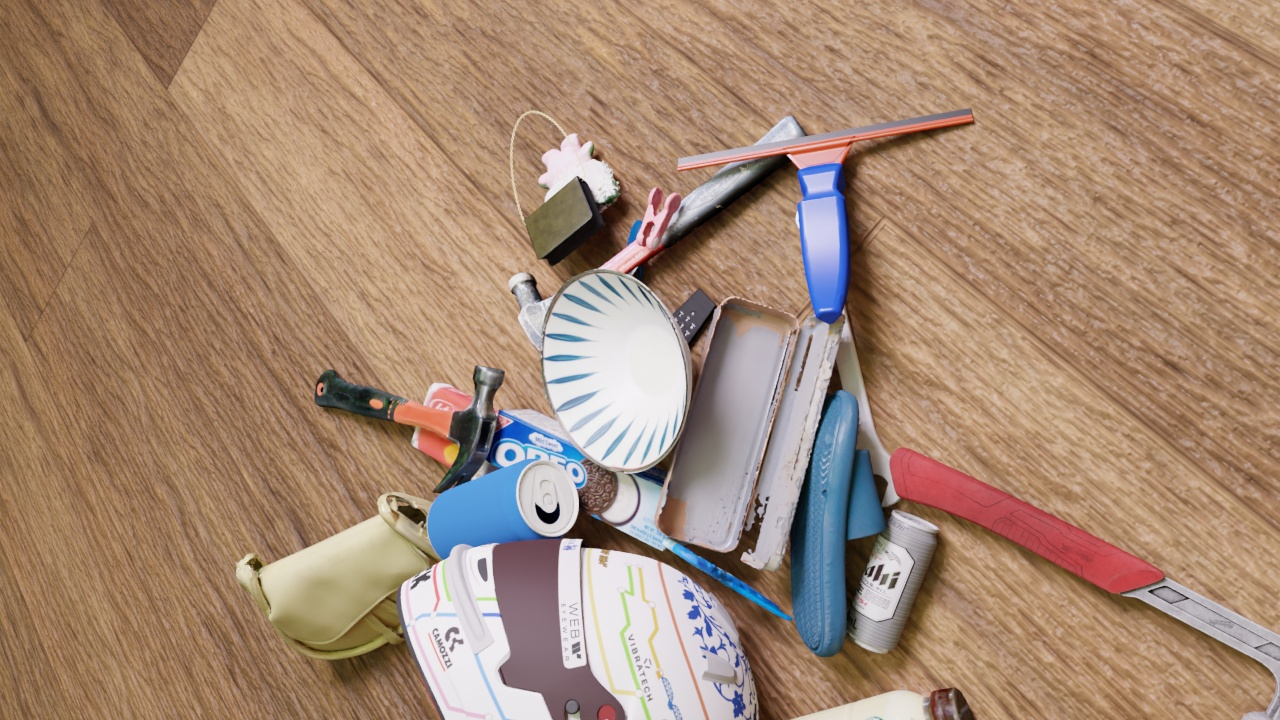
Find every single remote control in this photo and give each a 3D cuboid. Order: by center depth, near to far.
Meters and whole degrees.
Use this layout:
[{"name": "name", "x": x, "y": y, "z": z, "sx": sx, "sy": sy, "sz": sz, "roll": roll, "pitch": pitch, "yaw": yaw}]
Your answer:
[{"name": "remote control", "x": 0.025, "y": -0.014, "z": 0.874, "sx": 0.125, "sy": 0.010, "sz": 0.039, "roll": -50, "pitch": 63, "yaw": 17}]

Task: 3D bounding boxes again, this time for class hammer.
[{"name": "hammer", "x": 0.326, "y": 0.141, "z": 0.660, "sx": 0.316, "sy": 0.036, "sz": 0.126, "roll": 28, "pitch": 96, "yaw": 29}, {"name": "hammer", "x": 0.022, "y": -0.108, "z": 0.862, "sx": 0.327, "sy": 0.036, "sz": 0.140, "roll": -36, "pitch": 67, "yaw": 18}, {"name": "hammer", "x": -0.268, "y": 0.053, "z": 0.997, "sx": 0.334, "sy": 0.033, "sz": 0.133, "roll": 10, "pitch": 89, "yaw": 44}]

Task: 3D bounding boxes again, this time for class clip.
[{"name": "clip", "x": 0.019, "y": -0.127, "z": 0.836, "sx": 0.037, "sy": 0.022, "sz": 0.058, "roll": 26, "pitch": 97, "yaw": 27}]

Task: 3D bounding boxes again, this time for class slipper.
[{"name": "slipper", "x": 0.157, "y": 0.130, "z": 0.741, "sx": 0.059, "sy": 0.104, "sz": 0.213, "roll": 4, "pitch": 92, "yaw": -10}]

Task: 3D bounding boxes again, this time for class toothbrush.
[{"name": "toothbrush", "x": -0.006, "y": -0.074, "z": 0.897, "sx": 0.021, "sy": 0.016, "sz": 0.132, "roll": 0, "pitch": 85, "yaw": 26}]

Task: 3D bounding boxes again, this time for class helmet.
[{"name": "helmet", "x": -0.029, "y": 0.269, "z": 0.743, "sx": 0.236, "sy": 0.231, "sz": 0.314, "roll": -25, "pitch": 85, "yaw": -1}]

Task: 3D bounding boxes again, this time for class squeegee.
[{"name": "squeegee", "x": 0.151, "y": -0.109, "z": 0.753, "sx": 0.250, "sy": 0.055, "sz": 0.184, "roll": -6, "pitch": 56, "yaw": 17}]

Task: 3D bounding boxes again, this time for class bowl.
[{"name": "bowl", "x": -0.005, "y": 0.005, "z": 0.804, "sx": 0.177, "sy": 0.070, "sz": 0.177, "roll": 13, "pitch": 109, "yaw": 42}]

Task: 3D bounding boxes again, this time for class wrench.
[{"name": "wrench", "x": 0.175, "y": -0.010, "z": 0.785, "sx": 0.047, "sy": 0.009, "sz": 0.273, "roll": -18, "pitch": 75, "yaw": 28}]

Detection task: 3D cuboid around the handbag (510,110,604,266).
[{"name": "handbag", "x": -0.093, "y": -0.182, "z": 0.916, "sx": 0.084, "sy": 0.027, "sz": 0.178, "roll": -36, "pitch": 58, "yaw": 22}]

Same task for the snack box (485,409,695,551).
[{"name": "snack box", "x": -0.046, "y": 0.109, "z": 0.877, "sx": 0.226, "sy": 0.059, "sz": 0.059, "roll": 22, "pitch": 100, "yaw": 31}]

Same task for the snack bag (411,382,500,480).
[{"name": "snack bag", "x": -0.187, "y": 0.079, "z": 0.977, "sx": 0.116, "sy": 0.036, "sz": 0.077, "roll": 24, "pitch": 97, "yaw": 31}]

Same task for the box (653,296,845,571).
[{"name": "box", "x": 0.087, "y": 0.054, "z": 0.760, "sx": 0.105, "sy": 0.096, "sz": 0.216, "roll": 16, "pitch": 82, "yaw": 3}]

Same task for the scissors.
[{"name": "scissors", "x": 0.069, "y": 0.184, "z": 0.775, "sx": 0.019, "sy": 0.132, "sz": 0.105, "roll": -57, "pitch": 22, "yaw": -6}]

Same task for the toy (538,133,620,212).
[{"name": "toy", "x": -0.065, "y": -0.179, "z": 0.933, "sx": 0.096, "sy": 0.041, "sz": 0.108, "roll": -33, "pitch": 63, "yaw": 23}]

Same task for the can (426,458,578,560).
[{"name": "can", "x": -0.130, "y": 0.143, "z": 0.853, "sx": 0.146, "sy": 0.078, "sz": 0.079, "roll": -24, "pitch": 72, "yaw": 41}]

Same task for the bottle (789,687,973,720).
[{"name": "bottle", "x": 0.177, "y": 0.296, "z": 0.720, "sx": 0.162, "sy": 0.056, "sz": 0.056, "roll": -26, "pitch": 71, "yaw": 26}]

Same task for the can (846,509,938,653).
[{"name": "can", "x": 0.199, "y": 0.175, "z": 0.728, "sx": 0.044, "sy": 0.044, "sz": 0.106, "roll": 23, "pitch": 96, "yaw": 31}]

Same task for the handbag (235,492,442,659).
[{"name": "handbag", "x": -0.288, "y": 0.225, "z": 0.947, "sx": 0.233, "sy": 0.191, "sz": 0.088, "roll": -26, "pitch": 54, "yaw": 13}]
